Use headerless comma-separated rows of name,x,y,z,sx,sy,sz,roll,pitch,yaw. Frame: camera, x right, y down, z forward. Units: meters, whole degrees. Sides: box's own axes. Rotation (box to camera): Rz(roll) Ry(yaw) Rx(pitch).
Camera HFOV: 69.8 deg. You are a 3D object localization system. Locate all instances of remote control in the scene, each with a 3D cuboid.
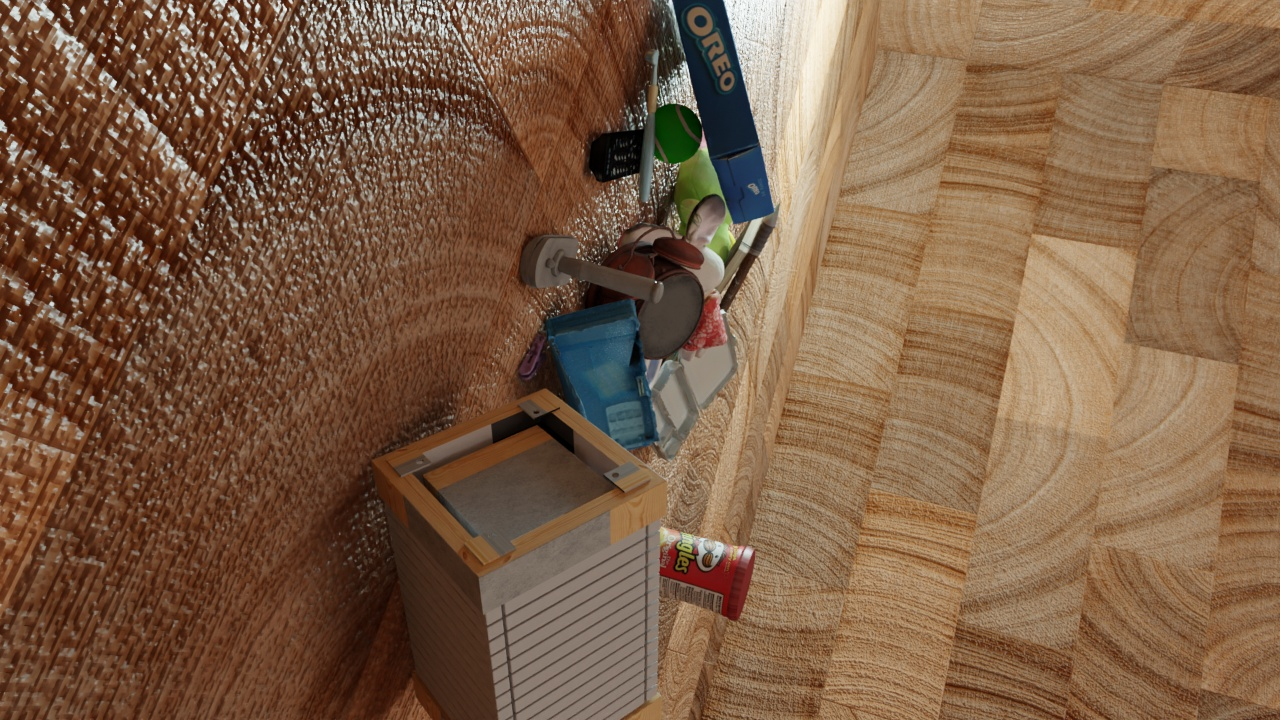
remote control,-0.020,-0.212,0.938,0.150,0.022,0.047,-42,141,-68

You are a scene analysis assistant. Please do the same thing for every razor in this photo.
razor,-0.036,-0.075,0.810,0.088,0.116,0.047,-22,129,-72

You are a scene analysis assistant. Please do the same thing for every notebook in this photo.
notebook,0.087,-0.078,1.253,0.250,0.014,0.178,-57,-178,32

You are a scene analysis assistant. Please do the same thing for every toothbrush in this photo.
toothbrush,0.008,-0.239,0.947,0.022,0.016,0.155,-123,-147,-60

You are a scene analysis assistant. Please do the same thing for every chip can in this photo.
chip can,0.024,0.239,1.097,0.087,0.213,0.087,14,89,-75

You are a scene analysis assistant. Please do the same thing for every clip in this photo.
clip,-0.098,0.002,0.851,0.043,0.014,0.051,79,25,-62

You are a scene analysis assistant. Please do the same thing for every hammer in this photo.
hammer,0.125,-0.085,1.333,0.323,0.043,0.155,-63,171,24

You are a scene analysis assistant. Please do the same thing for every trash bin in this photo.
trash bin,-0.083,0.177,0.676,0.142,0.142,0.247,-23,129,-32

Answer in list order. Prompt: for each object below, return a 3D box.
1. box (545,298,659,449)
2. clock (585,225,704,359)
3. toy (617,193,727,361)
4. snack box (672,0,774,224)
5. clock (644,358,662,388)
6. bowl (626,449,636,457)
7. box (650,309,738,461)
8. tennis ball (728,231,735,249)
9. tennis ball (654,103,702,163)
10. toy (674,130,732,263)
box,-0.026,0.057,0.926,0.232,0.094,0.111,82,-7,-54
clock,0.008,-0.071,0.967,0.120,0.072,0.158,-28,134,-30
toy,0.058,-0.089,1.084,0.158,0.084,0.194,-29,121,-29
snack box,0.091,-0.295,1.020,0.195,0.056,0.238,42,35,-73
clock,-0.007,0.007,1.114,0.088,0.052,0.126,-63,162,-45
bowl,-0.019,0.169,1.191,0.110,0.055,0.110,14,89,-75
box,0.066,0.037,1.258,0.191,0.045,0.209,-52,157,-10
tennis ball,0.107,-0.166,1.348,0.065,0.065,0.065,14,89,-75
tennis ball,0.037,-0.252,1.021,0.065,0.065,0.065,14,89,-75
toy,0.083,-0.194,1.178,0.196,0.107,0.150,-65,164,-6
